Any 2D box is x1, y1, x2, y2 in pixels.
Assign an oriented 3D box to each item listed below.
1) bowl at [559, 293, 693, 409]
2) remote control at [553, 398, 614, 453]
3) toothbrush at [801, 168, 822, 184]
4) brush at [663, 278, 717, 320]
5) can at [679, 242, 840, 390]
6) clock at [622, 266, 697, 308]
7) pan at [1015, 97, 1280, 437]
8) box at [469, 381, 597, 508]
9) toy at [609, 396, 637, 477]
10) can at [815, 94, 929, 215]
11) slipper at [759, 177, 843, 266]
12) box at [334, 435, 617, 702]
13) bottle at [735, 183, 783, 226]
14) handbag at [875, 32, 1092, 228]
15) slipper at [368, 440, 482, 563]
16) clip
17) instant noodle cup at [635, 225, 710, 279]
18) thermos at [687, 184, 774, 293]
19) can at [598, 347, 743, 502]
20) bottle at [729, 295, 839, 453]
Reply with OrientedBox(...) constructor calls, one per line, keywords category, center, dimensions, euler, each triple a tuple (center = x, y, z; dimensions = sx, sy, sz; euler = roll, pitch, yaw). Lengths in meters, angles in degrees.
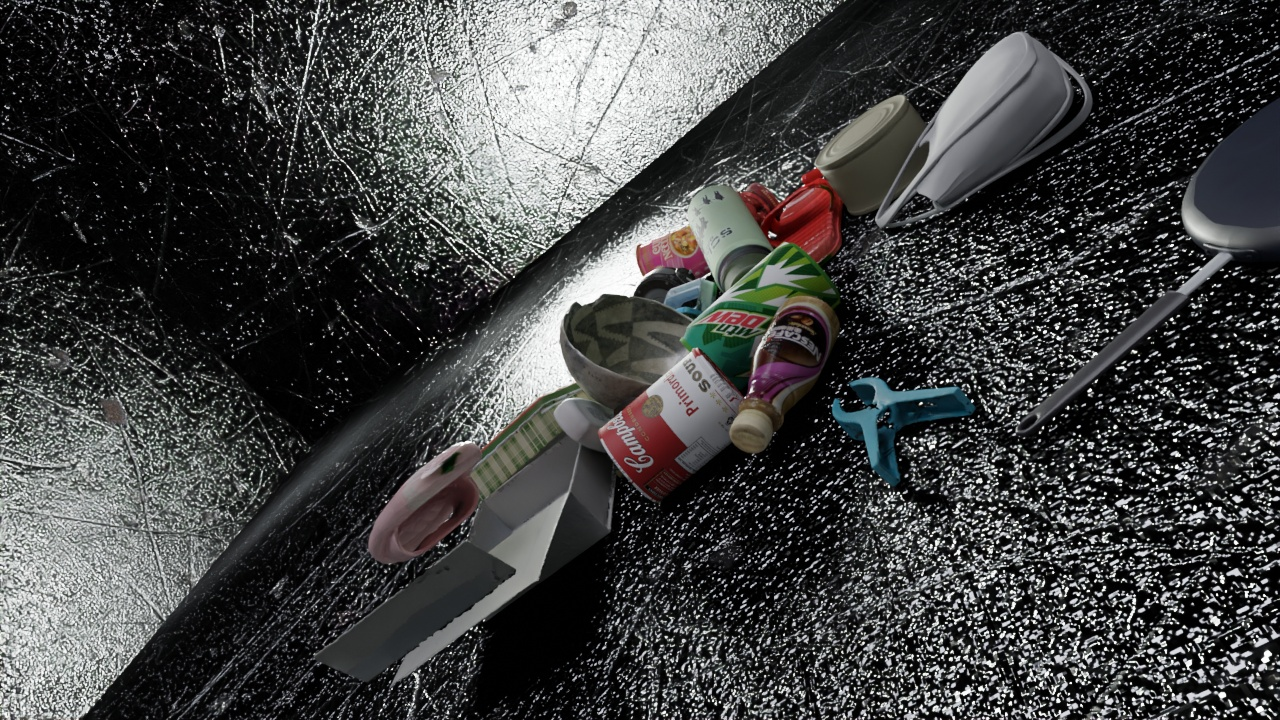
OrientedBox(category="bowl", center=(-0.006, 0.006, 0.986), dimensions=(0.178, 0.178, 0.081), euler=(-68, -7, -59))
OrientedBox(category="remote control", center=(-0.048, 0.067, 0.949), dimensions=(0.028, 0.060, 0.114), euler=(-45, -22, 11))
OrientedBox(category="toothbrush", center=(0.264, -0.258, 1.158), dimensions=(0.211, 0.012, 0.018), euler=(-32, 7, -36))
OrientedBox(category="brush", center=(0.042, -0.049, 1.112), dimensions=(0.136, 0.055, 0.075), euler=(-15, 64, 60))
OrientedBox(category="can", center=(0.115, -0.040, 0.892), dimensions=(0.144, 0.083, 0.083), euler=(-41, 15, 3))
OrientedBox(category="clock", center=(0.041, -0.075, 1.170), dimensions=(0.123, 0.091, 0.043), euler=(-11, 21, 32))
OrientedBox(category="pan", center=(0.352, -0.077, 0.525), dimensions=(0.356, 0.021, 0.198), euler=(-42, 15, 3))
OrientedBox(category="box", center=(-0.124, 0.095, 1.071), dimensions=(0.206, 0.051, 0.117), euler=(-41, -9, 39))
OrientedBox(category="toy", center=(-0.004, 0.083, 0.906), dimensions=(0.062, 0.076, 0.100), euler=(-19, -31, -46))
OrientedBox(category="can", center=(0.275, -0.238, 1.064), dimensions=(0.128, 0.073, 0.127), euler=(-39, 15, 12))
OrientedBox(category="slipper", center=(0.194, -0.173, 1.119), dimensions=(0.104, 0.059, 0.248), euler=(-34, 18, 25))
OrientedBox(category="box", center=(-0.122, 0.181, 0.846), dimensions=(0.166, 0.098, 0.367), euler=(-38, 9, 15))
OrientedBox(category="bottle", center=(0.128, -0.188, 1.253), dimensions=(0.111, 0.099, 0.099), euler=(-40, 14, -10))
OrientedBox(category="handbag", center=(0.325, -0.214, 0.922), dimensions=(0.223, 0.095, 0.215), euler=(-47, 9, 35))
OrientedBox(category="slipper", center=(-0.191, 0.136, 0.848), dimensions=(0.106, 0.055, 0.222), euler=(-37, -8, -35))
OrientedBox(category="clip", center=(0.179, 0.033, 0.644), dimensions=(0.102, 0.027, 0.119), euler=(-41, 15, -5))
OrientedBox(category="instant noodle cup", center=(0.064, -0.150, 1.332), dimensions=(0.109, 0.098, 0.097), euler=(-27, 20, 25))
OrientedBox(category="thermos", center=(0.115, -0.128, 1.088), dimensions=(0.082, 0.082, 0.231), euler=(-38, 30, 14))
OrientedBox(category="can", center=(0.034, 0.057, 0.819), dimensions=(0.116, 0.086, 0.086), euler=(-41, 15, 7))
OrientedBox(category="bottle", center=(0.119, 0.012, 0.782), dimensions=(0.060, 0.059, 0.165), euler=(-26, 21, 45))
